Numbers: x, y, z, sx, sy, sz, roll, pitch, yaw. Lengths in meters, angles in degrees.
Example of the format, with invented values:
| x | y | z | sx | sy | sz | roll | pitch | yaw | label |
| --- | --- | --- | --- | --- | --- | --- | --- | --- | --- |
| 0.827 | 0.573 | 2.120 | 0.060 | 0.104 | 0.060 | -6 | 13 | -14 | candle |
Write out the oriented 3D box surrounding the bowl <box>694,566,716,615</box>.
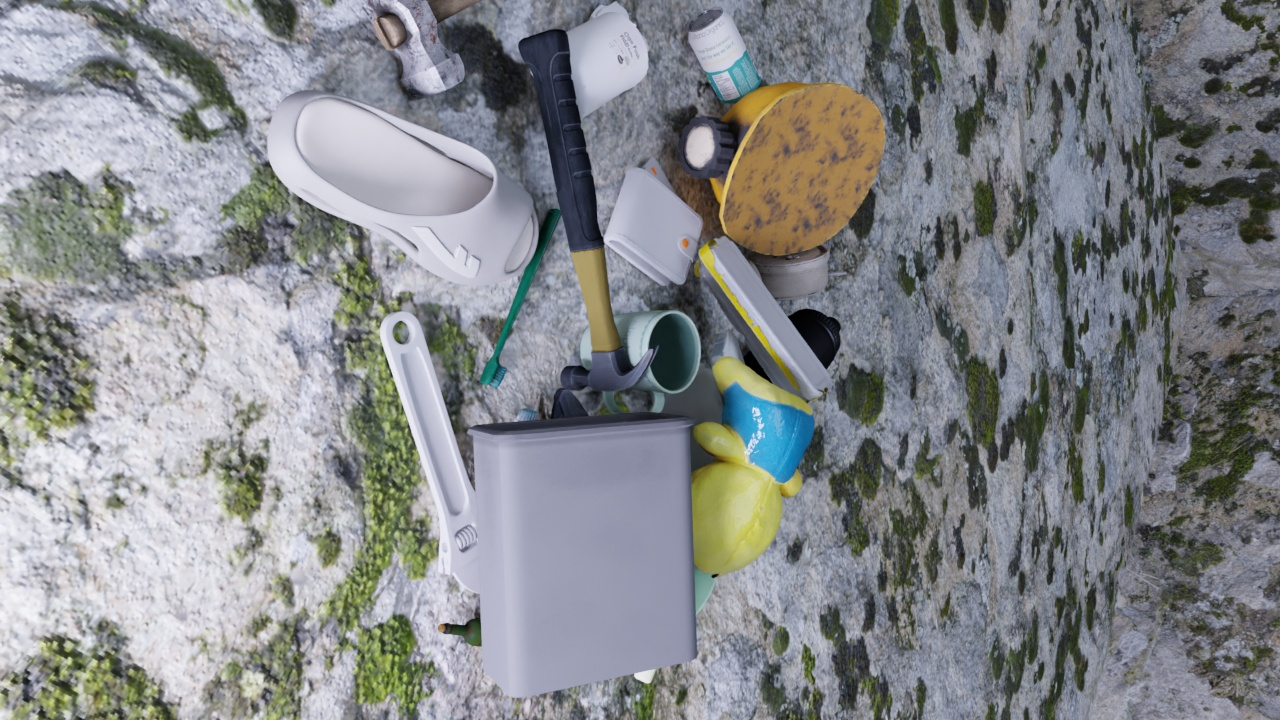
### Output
| x | y | z | sx | sy | sz | roll | pitch | yaw | label |
| --- | --- | --- | --- | --- | --- | --- | --- | --- | --- |
| 0.011 | 0.203 | 0.974 | 0.150 | 0.077 | 0.151 | 1 | 89 | -45 | bowl |

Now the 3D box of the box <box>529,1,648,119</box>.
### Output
| x | y | z | sx | sy | sz | roll | pitch | yaw | label |
| --- | --- | --- | --- | --- | --- | --- | --- | --- | --- |
| -0.036 | -0.302 | 0.900 | 0.165 | 0.093 | 0.083 | -39 | 117 | -30 | box |

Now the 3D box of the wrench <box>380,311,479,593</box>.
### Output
| x | y | z | sx | sy | sz | roll | pitch | yaw | label |
| --- | --- | --- | --- | --- | --- | --- | --- | --- | --- |
| -0.168 | 0.084 | 0.817 | 0.086 | 0.018 | 0.273 | -29 | 112 | -44 | wrench |

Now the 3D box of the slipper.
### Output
| x | y | z | sx | sy | sz | roll | pitch | yaw | label |
| --- | --- | --- | --- | --- | --- | --- | --- | --- | --- |
| -0.168 | -0.141 | 0.756 | 0.265 | 0.081 | 0.112 | 26 | 69 | -46 | slipper |

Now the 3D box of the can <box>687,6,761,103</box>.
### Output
| x | y | z | sx | sy | sz | roll | pitch | yaw | label |
| --- | --- | --- | --- | --- | --- | --- | --- | --- | --- |
| 0.097 | -0.351 | 1.062 | 0.101 | 0.055 | 0.054 | 53 | 55 | -35 | can |

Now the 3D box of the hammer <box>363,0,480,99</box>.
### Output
| x | y | z | sx | sy | sz | roll | pitch | yaw | label |
| --- | --- | --- | --- | --- | --- | --- | --- | --- | --- |
| -0.121 | -0.350 | 0.829 | 0.317 | 0.049 | 0.121 | -46 | 122 | -38 | hammer |

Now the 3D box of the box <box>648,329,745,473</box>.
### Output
| x | y | z | sx | sy | sz | roll | pitch | yaw | label |
| --- | --- | --- | --- | --- | --- | --- | --- | --- | --- |
| 0.072 | 0.082 | 1.039 | 0.106 | 0.127 | 0.215 | -74 | 146 | -65 | box |

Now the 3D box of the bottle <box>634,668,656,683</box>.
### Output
| x | y | z | sx | sy | sz | roll | pitch | yaw | label |
| --- | --- | --- | --- | --- | --- | --- | --- | --- | --- |
| 0.035 | 0.270 | 1.031 | 0.045 | 0.045 | 0.184 | 43 | 61 | -41 | bottle |

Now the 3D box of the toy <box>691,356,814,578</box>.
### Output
| x | y | z | sx | sy | sz | roll | pitch | yaw | label |
| --- | --- | --- | --- | --- | --- | --- | --- | --- | --- |
| 0.104 | 0.120 | 0.940 | 0.149 | 0.084 | 0.214 | 30 | 82 | -30 | toy |

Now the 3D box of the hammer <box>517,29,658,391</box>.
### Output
| x | y | z | sx | sy | sz | roll | pitch | yaw | label |
| --- | --- | --- | --- | --- | --- | --- | --- | --- | --- |
| -0.054 | -0.130 | 0.847 | 0.025 | 0.118 | 0.333 | -25 | 110 | -48 | hammer |

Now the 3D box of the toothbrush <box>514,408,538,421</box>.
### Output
| x | y | z | sx | sy | sz | roll | pitch | yaw | label |
| --- | --- | --- | --- | --- | --- | --- | --- | --- | --- |
| -0.044 | 0.081 | 0.946 | 0.222 | 0.027 | 0.026 | 21 | 94 | -46 | toothbrush |

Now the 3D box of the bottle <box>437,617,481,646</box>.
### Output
| x | y | z | sx | sy | sz | roll | pitch | yaw | label |
| --- | --- | --- | --- | --- | --- | --- | --- | --- | --- |
| -0.144 | 0.251 | 0.845 | 0.106 | 0.025 | 0.025 | 26 | 73 | -46 | bottle |

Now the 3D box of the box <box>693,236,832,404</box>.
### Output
| x | y | z | sx | sy | sz | roll | pitch | yaw | label |
| --- | --- | --- | --- | --- | --- | --- | --- | --- | --- |
| 0.135 | -0.042 | 1.021 | 0.057 | 0.117 | 0.210 | -35 | 84 | -5 | box |

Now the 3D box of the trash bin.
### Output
| x | y | z | sx | sy | sz | roll | pitch | yaw | label |
| --- | --- | --- | --- | --- | --- | --- | --- | --- | --- |
| -0.049 | 0.164 | 0.824 | 0.191 | 0.098 | 0.220 | -3 | 92 | -26 | trash bin |

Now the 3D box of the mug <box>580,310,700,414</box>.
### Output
| x | y | z | sx | sy | sz | roll | pitch | yaw | label |
| --- | --- | --- | --- | --- | --- | --- | --- | --- | --- |
| -0.006 | 0.005 | 0.928 | 0.084 | 0.104 | 0.111 | 5 | 87 | -48 | mug |

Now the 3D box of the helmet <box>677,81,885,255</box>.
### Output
| x | y | z | sx | sy | sz | roll | pitch | yaw | label |
| --- | --- | --- | --- | --- | --- | --- | --- | --- | --- |
| 0.154 | -0.241 | 1.073 | 0.254 | 0.131 | 0.206 | -5 | 125 | -41 | helmet |

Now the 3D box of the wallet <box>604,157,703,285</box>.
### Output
| x | y | z | sx | sy | sz | roll | pitch | yaw | label |
| --- | --- | --- | --- | --- | --- | --- | --- | --- | --- |
| 0.020 | -0.155 | 1.001 | 0.118 | 0.038 | 0.115 | 32 | 68 | -41 | wallet |

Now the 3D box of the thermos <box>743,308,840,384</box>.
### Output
| x | y | z | sx | sy | sz | roll | pitch | yaw | label |
| --- | --- | --- | --- | --- | --- | --- | --- | --- | --- |
| 0.182 | 0.004 | 1.152 | 0.198 | 0.086 | 0.086 | -41 | 121 | -39 | thermos |

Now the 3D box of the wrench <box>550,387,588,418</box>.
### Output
| x | y | z | sx | sy | sz | roll | pitch | yaw | label |
| --- | --- | --- | --- | --- | --- | --- | --- | --- | --- |
| -0.086 | 0.162 | 0.894 | 0.073 | 0.022 | 0.273 | -2 | 98 | -39 | wrench |

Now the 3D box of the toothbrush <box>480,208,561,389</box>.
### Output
| x | y | z | sx | sy | sz | roll | pitch | yaw | label |
| --- | --- | --- | --- | --- | --- | --- | --- | --- | --- |
| -0.110 | -0.061 | 0.873 | 0.017 | 0.016 | 0.189 | 35 | 66 | -41 | toothbrush |

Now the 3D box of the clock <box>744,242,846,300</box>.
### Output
| x | y | z | sx | sy | sz | roll | pitch | yaw | label |
| --- | --- | --- | --- | --- | --- | --- | --- | --- | --- |
| 0.165 | -0.103 | 1.133 | 0.156 | 0.103 | 0.061 | -18 | 114 | -20 | clock |
